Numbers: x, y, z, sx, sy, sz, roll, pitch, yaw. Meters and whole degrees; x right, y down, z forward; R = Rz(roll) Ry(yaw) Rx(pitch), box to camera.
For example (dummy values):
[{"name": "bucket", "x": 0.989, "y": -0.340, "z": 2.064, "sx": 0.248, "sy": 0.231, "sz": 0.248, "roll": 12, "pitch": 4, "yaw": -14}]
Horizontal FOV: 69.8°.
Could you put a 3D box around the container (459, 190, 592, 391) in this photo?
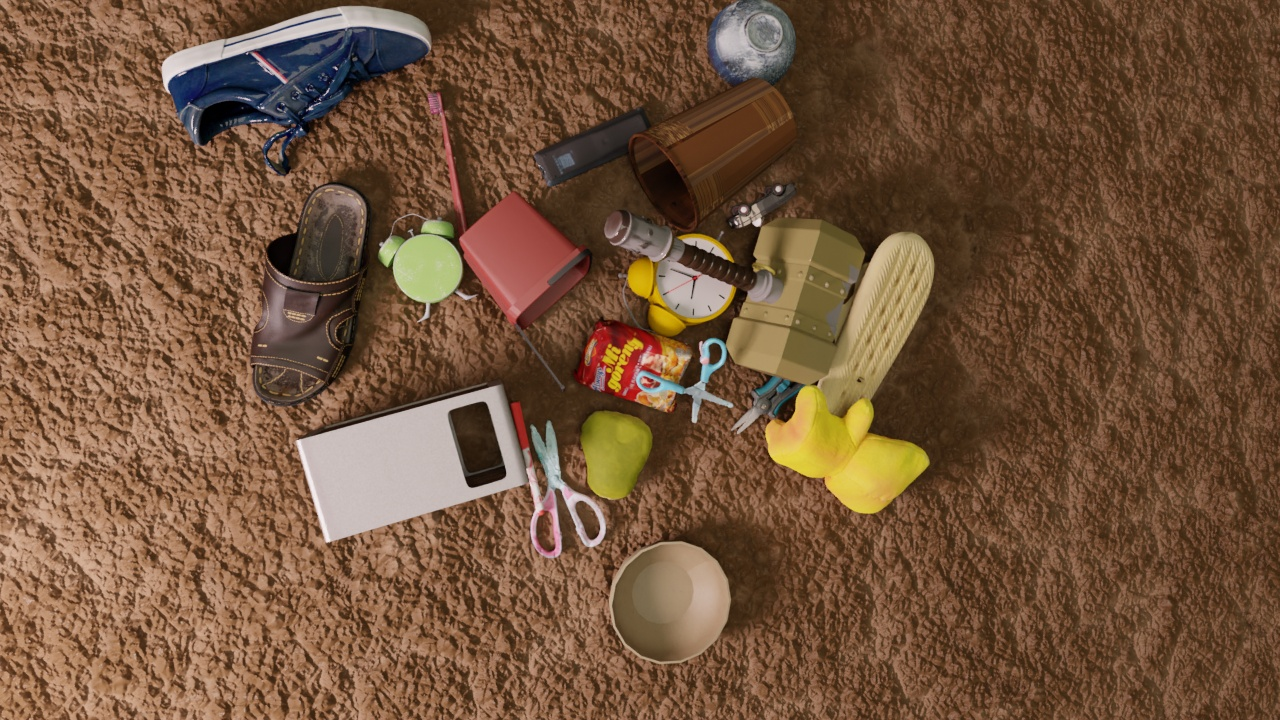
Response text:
[{"name": "container", "x": -0.109, "y": -0.081, "z": 1.061, "sx": 0.127, "sy": 0.148, "sz": 0.201, "roll": -42, "pitch": 89, "yaw": -6}]

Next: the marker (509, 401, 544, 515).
[{"name": "marker", "x": -0.137, "y": 0.120, "z": 1.124, "sx": 0.012, "sy": 0.013, "sz": 0.142, "roll": -14, "pitch": 90, "yaw": -10}]

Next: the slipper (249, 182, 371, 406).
[{"name": "slipper", "x": -0.375, "y": -0.075, "z": 1.046, "sx": 0.113, "sy": 0.076, "sz": 0.268, "roll": 17, "pitch": 89, "yaw": -10}]

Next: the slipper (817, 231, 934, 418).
[{"name": "slipper", "x": 0.286, "y": -0.044, "z": 1.175, "sx": 0.111, "sy": 0.079, "sz": 0.262, "roll": 13, "pitch": 106, "yaw": -32}]

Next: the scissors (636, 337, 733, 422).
[{"name": "scissors", "x": 0.055, "y": 0.027, "z": 1.103, "sx": 0.133, "sy": 0.015, "sz": 0.135, "roll": 1, "pitch": 126, "yaw": -5}]

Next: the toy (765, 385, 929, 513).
[{"name": "toy", "x": 0.256, "y": 0.118, "z": 1.145, "sx": 0.194, "sy": 0.087, "sz": 0.135, "roll": 32, "pitch": 126, "yaw": -16}]

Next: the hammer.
[{"name": "hammer", "x": 0.096, "y": -0.103, "z": 1.056, "sx": 0.324, "sy": 0.101, "sz": 0.190, "roll": 17, "pitch": 90, "yaw": -36}]

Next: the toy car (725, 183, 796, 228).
[{"name": "toy car", "x": 0.155, "y": -0.194, "z": 1.160, "sx": 0.092, "sy": 0.040, "sz": 0.037, "roll": -31, "pitch": 100, "yaw": -5}]

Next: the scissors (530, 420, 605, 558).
[{"name": "scissors", "x": -0.090, "y": 0.153, "z": 1.141, "sx": 0.103, "sy": 0.016, "sz": 0.179, "roll": -5, "pitch": 90, "yaw": -6}]

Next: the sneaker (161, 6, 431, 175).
[{"name": "sneaker", "x": -0.370, "y": -0.301, "z": 1.027, "sx": 0.294, "sy": 0.121, "sz": 0.127, "roll": -18, "pitch": 82, "yaw": -7}]

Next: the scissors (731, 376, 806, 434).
[{"name": "scissors", "x": 0.175, "y": 0.035, "z": 1.183, "sx": 0.127, "sy": 0.019, "sz": 0.142, "roll": 5, "pitch": 97, "yaw": -16}]

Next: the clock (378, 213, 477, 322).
[{"name": "clock", "x": -0.253, "y": -0.115, "z": 1.086, "sx": 0.094, "sy": 0.042, "sz": 0.119, "roll": -27, "pitch": 96, "yaw": -10}]

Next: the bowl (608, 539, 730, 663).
[{"name": "bowl", "x": 0.033, "y": 0.296, "z": 1.149, "sx": 0.152, "sy": 0.050, "sz": 0.152, "roll": 0, "pitch": 92, "yaw": -11}]

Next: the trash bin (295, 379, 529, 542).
[{"name": "trash bin", "x": -0.256, "y": 0.110, "z": 1.055, "sx": 0.228, "sy": 0.114, "sz": 0.114, "roll": -16, "pitch": 95, "yaw": -10}]

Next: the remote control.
[{"name": "remote control", "x": -0.054, "y": -0.264, "z": 1.128, "sx": 0.150, "sy": 0.022, "sz": 0.047, "roll": -26, "pitch": 97, "yaw": -9}]

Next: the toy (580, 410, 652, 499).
[{"name": "toy", "x": -0.034, "y": 0.118, "z": 1.131, "sx": 0.090, "sy": 0.051, "sz": 0.110, "roll": 11, "pitch": 92, "yaw": -9}]

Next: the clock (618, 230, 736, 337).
[{"name": "clock", "x": 0.051, "y": -0.095, "z": 1.140, "sx": 0.151, "sy": 0.052, "sz": 0.113, "roll": -28, "pitch": 97, "yaw": -12}]

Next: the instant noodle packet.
[{"name": "instant noodle packet", "x": -0.007, "y": 0.007, "z": 1.123, "sx": 0.135, "sy": 0.039, "sz": 0.099, "roll": 19, "pitch": 120, "yaw": -12}]

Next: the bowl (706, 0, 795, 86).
[{"name": "bowl", "x": 0.145, "y": -0.400, "z": 1.143, "sx": 0.114, "sy": 0.061, "sz": 0.114, "roll": 0, "pitch": 92, "yaw": -10}]

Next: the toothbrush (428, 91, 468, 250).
[{"name": "toothbrush", "x": -0.229, "y": -0.226, "z": 1.100, "sx": 0.016, "sy": 0.016, "sz": 0.190, "roll": -11, "pitch": 94, "yaw": -6}]

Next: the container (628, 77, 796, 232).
[{"name": "container", "x": 0.092, "y": -0.256, "z": 1.108, "sx": 0.167, "sy": 0.132, "sz": 0.132, "roll": -35, "pitch": 98, "yaw": -14}]
